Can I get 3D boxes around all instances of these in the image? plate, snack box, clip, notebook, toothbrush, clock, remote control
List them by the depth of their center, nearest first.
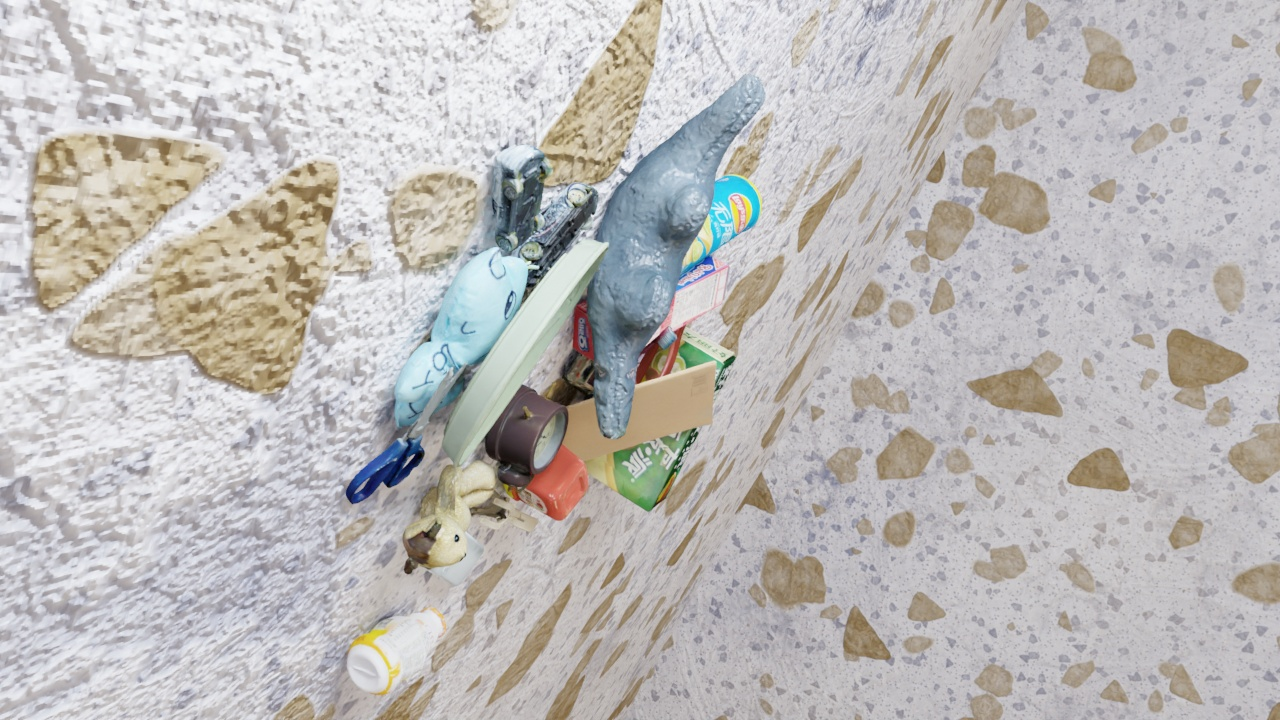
[{"bbox_3d":[-0.100,-0.010,0.782,0.230,0.027,0.230,-56,-178,3],"label":"plate"},{"bbox_3d":[-0.115,0.081,0.935,0.081,0.055,0.122,-45,151,-54],"label":"clock"},{"bbox_3d":[-0.006,0.006,0.970,0.016,0.017,0.188,-40,179,-32],"label":"toothbrush"},{"bbox_3d":[-0.203,0.205,0.979,0.055,0.020,0.136,-53,162,-15],"label":"remote control"},{"bbox_3d":[0.015,-0.061,1.015,0.206,0.057,0.058,-30,138,-41],"label":"snack box"},{"bbox_3d":[-0.153,0.169,1.020,0.034,0.070,0.100,-57,159,-5],"label":"clip"},{"bbox_3d":[-0.103,0.128,1.024,0.081,0.080,0.091,-52,161,-23],"label":"snack box"},{"bbox_3d":[-0.011,0.068,1.089,0.211,0.012,0.150,-17,151,-7],"label":"notebook"},{"bbox_3d":[0.023,0.072,1.221,0.240,0.114,0.063,-65,163,20],"label":"snack box"}]

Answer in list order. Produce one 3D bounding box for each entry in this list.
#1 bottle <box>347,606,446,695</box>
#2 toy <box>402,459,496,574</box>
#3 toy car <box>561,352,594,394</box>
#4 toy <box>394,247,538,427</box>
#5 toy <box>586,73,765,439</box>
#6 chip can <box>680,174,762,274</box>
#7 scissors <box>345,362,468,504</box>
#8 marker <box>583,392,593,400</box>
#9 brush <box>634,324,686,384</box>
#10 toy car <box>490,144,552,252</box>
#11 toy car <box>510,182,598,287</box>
[{"bbox_3d":[-0.245,0.291,0.935,0.108,0.063,0.063,-25,143,-60],"label":"bottle"},{"bbox_3d":[-0.178,0.147,0.876,0.105,0.066,0.157,-59,180,21],"label":"toy"},{"bbox_3d":[-0.059,0.017,1.039,0.042,0.035,0.090,-55,166,-4],"label":"toy car"},{"bbox_3d":[-0.139,-0.021,0.729,0.155,0.050,0.162,-49,169,-30],"label":"toy"},{"bbox_3d":[0.011,-0.101,0.868,0.091,0.138,0.357,13,104,-35],"label":"toy"},{"bbox_3d":[0.060,-0.148,1.028,0.209,0.071,0.071,-38,153,-48],"label":"chip can"},{"bbox_3d":[-0.175,0.056,0.736,0.173,0.012,0.126,-42,168,7],"label":"scissors"},{"bbox_3d":[-0.066,0.058,1.121,0.018,0.015,0.124,-36,150,-61],"label":"marker"},{"bbox_3d":[0.014,-0.019,1.120,0.146,0.069,0.063,-63,163,14],"label":"brush"},{"bbox_3d":[-0.095,-0.123,0.702,0.042,0.034,0.091,-49,162,-38],"label":"toy car"},{"bbox_3d":[-0.074,-0.110,0.783,0.105,0.031,0.049,-52,165,-16],"label":"toy car"}]
